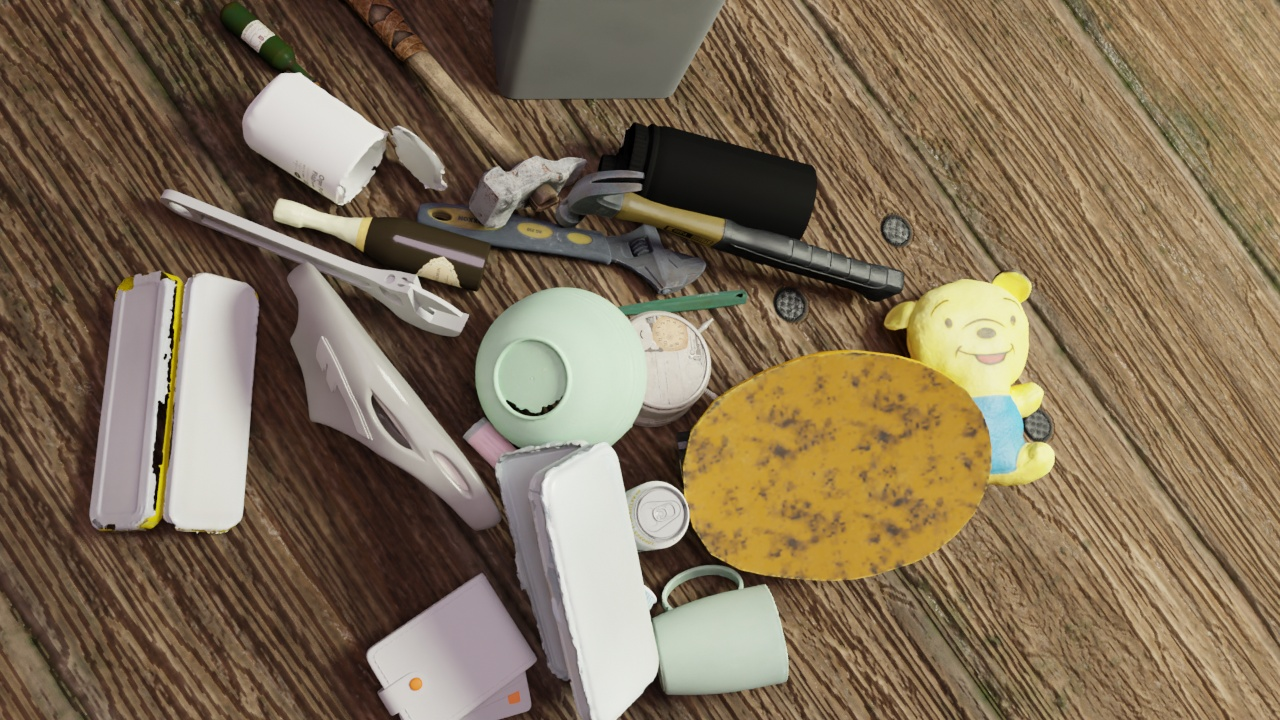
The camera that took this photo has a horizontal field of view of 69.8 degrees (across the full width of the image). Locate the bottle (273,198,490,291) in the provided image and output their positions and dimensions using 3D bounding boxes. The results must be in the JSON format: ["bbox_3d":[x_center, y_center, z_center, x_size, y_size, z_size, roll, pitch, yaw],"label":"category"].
[{"bbox_3d":[-0.227,-0.107,0.805,0.184,0.045,0.045,15,73,-11],"label":"bottle"}]

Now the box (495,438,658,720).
[{"bbox_3d":[-0.068,0.171,0.732,0.106,0.127,0.215,-21,105,-49],"label":"box"}]

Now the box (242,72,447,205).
[{"bbox_3d":[-0.253,-0.181,0.799,0.166,0.084,0.092,36,62,-6],"label":"box"}]

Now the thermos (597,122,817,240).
[{"bbox_3d":[0.058,-0.168,0.873,0.198,0.086,0.086,12,74,-12],"label":"thermos"}]

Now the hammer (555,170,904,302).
[{"bbox_3d":[0.095,-0.110,0.844,0.332,0.118,0.025,14,76,-18],"label":"hammer"}]

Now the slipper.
[{"bbox_3d":[-0.220,0.046,0.747,0.080,0.113,0.266,-38,94,-9],"label":"slipper"}]

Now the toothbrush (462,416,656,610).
[{"bbox_3d":[-0.067,0.135,0.798,0.222,0.027,0.026,45,43,0],"label":"toothbrush"}]

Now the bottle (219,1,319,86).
[{"bbox_3d":[-0.333,-0.282,0.831,0.106,0.025,0.025,41,70,-2],"label":"bottle"}]

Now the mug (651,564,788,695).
[{"bbox_3d":[0.061,0.229,0.788,0.104,0.084,0.111,-10,51,-5],"label":"mug"}]

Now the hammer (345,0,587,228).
[{"bbox_3d":[-0.186,-0.259,0.848,0.318,0.049,0.121,49,48,5],"label":"hammer"}]

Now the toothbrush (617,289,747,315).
[{"bbox_3d":[0.013,-0.052,0.870,0.189,0.017,0.016,-8,78,-16],"label":"toothbrush"}]

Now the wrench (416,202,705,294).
[{"bbox_3d":[-0.070,-0.111,0.859,0.273,0.022,0.073,8,67,-13],"label":"wrench"}]

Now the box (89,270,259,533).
[{"bbox_3d":[-0.371,0.032,0.733,0.117,0.057,0.209,3,76,-16],"label":"box"}]

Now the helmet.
[{"bbox_3d":[0.162,0.076,0.814,0.255,0.131,0.205,-9,106,3],"label":"helmet"}]

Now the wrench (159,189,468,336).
[{"bbox_3d":[-0.276,-0.083,0.783,0.273,0.087,0.018,21,72,2],"label":"wrench"}]

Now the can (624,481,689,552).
[{"bbox_3d":[0.004,0.133,0.777,0.055,0.102,0.055,3,76,-14],"label":"can"}]

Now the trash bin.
[{"bbox_3d":[-0.029,-0.328,0.818,0.191,0.220,0.097,-5,78,-16],"label":"trash bin"}]

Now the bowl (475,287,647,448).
[{"bbox_3d":[-0.076,0.013,0.764,0.151,0.077,0.151,1,93,17],"label":"bowl"}]

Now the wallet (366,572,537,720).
[{"bbox_3d":[-0.148,0.254,0.744,0.118,0.038,0.115,-32,86,-23],"label":"wallet"}]

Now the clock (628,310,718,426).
[{"bbox_3d":[-0.005,0.005,0.828,0.156,0.061,0.103,-3,76,-17],"label":"clock"}]

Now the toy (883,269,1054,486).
[{"bbox_3d":[0.320,0.021,0.899,0.149,0.084,0.213,0,75,-15],"label":"toy"}]
